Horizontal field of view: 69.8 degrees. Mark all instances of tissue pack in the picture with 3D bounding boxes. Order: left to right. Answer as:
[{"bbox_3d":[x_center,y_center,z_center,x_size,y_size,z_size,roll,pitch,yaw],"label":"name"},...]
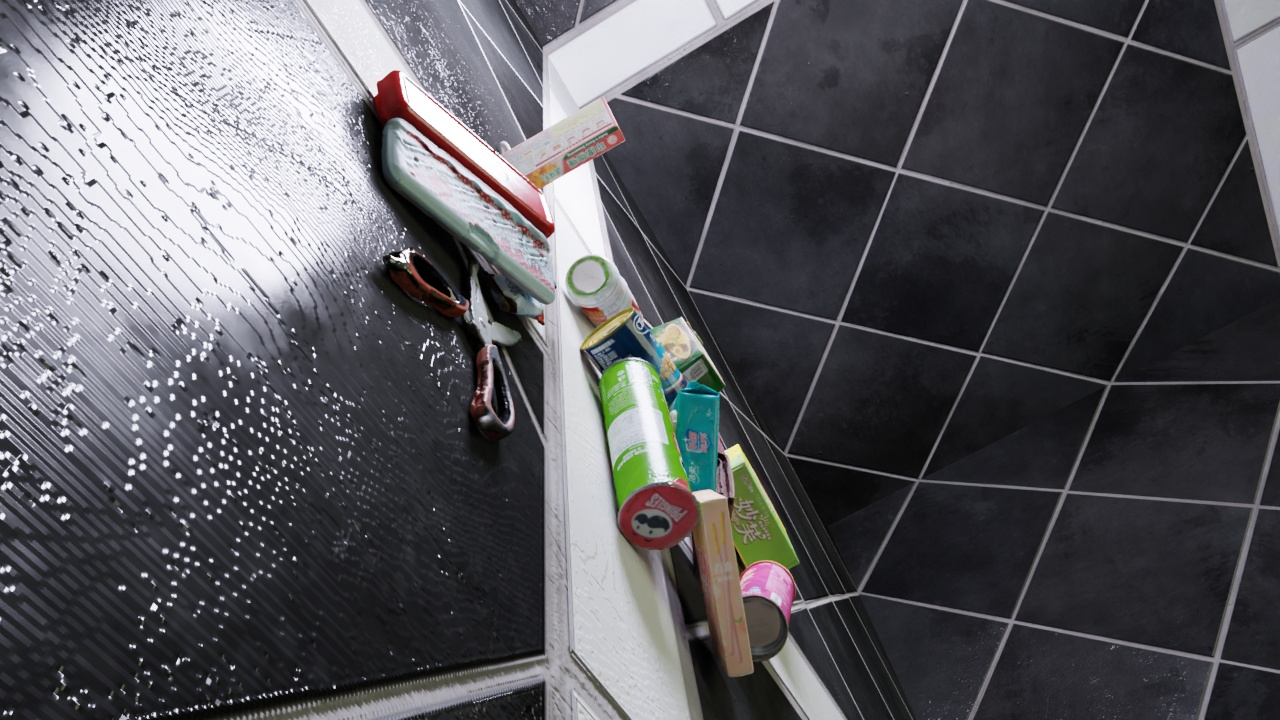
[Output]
[{"bbox_3d":[0.050,0.094,0.966,0.093,0.050,0.133,112,-16,-67],"label":"tissue pack"}]

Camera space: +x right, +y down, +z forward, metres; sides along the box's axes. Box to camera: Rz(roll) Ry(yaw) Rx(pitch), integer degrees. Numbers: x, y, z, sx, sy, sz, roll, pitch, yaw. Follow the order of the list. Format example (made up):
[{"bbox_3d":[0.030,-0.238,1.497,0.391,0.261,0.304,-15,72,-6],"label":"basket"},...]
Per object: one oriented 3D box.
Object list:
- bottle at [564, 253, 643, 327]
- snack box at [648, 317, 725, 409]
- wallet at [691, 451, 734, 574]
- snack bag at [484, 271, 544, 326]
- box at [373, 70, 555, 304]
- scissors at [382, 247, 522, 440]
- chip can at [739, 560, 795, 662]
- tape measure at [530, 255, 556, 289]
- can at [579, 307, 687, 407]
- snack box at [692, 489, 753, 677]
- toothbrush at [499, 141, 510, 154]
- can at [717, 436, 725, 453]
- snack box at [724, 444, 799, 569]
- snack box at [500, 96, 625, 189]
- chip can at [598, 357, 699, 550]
[{"bbox_3d":[-0.035,-0.068,1.192,0.068,0.068,0.197,65,7,26],"label":"bottle"},{"bbox_3d":[0.042,0.016,1.197,0.118,0.106,0.117,50,10,-45],"label":"snack box"},{"bbox_3d":[0.076,0.168,1.021,0.124,0.032,0.101,-90,-167,-71],"label":"wallet"},{"bbox_3d":[-0.111,-0.055,0.827,0.048,0.026,0.104,55,8,7],"label":"snack bag"},{"bbox_3d":[-0.145,-0.149,0.797,0.201,0.039,0.158,38,22,-43],"label":"box"},{"bbox_3d":[-0.122,-0.020,0.679,0.189,0.015,0.225,64,9,19],"label":"scissors"},{"bbox_3d":[0.137,0.281,1.046,0.071,0.071,0.210,62,9,8],"label":"chip can"},{"bbox_3d":[-0.115,-0.094,0.905,0.065,0.033,0.066,60,6,6],"label":"tape measure"},{"bbox_3d":[-0.006,0.006,1.043,0.111,0.075,0.075,53,10,-13],"label":"can"},{"bbox_3d":[0.073,0.201,0.845,0.084,0.026,0.157,147,-66,-84],"label":"snack box"},{"bbox_3d":[-0.150,-0.213,1.155,0.016,0.016,0.180,62,4,-59],"label":"toothbrush"},{"bbox_3d":[0.068,0.110,1.135,0.066,0.066,0.093,10,60,-79],"label":"can"},{"bbox_3d":[0.152,0.213,1.312,0.157,0.070,0.210,61,4,0],"label":"snack box"},{"bbox_3d":[-0.099,-0.252,1.097,0.027,0.156,0.077,55,10,-43],"label":"snack box"},{"bbox_3d":[0.003,0.081,0.897,0.072,0.072,0.235,56,9,-28],"label":"chip can"}]
